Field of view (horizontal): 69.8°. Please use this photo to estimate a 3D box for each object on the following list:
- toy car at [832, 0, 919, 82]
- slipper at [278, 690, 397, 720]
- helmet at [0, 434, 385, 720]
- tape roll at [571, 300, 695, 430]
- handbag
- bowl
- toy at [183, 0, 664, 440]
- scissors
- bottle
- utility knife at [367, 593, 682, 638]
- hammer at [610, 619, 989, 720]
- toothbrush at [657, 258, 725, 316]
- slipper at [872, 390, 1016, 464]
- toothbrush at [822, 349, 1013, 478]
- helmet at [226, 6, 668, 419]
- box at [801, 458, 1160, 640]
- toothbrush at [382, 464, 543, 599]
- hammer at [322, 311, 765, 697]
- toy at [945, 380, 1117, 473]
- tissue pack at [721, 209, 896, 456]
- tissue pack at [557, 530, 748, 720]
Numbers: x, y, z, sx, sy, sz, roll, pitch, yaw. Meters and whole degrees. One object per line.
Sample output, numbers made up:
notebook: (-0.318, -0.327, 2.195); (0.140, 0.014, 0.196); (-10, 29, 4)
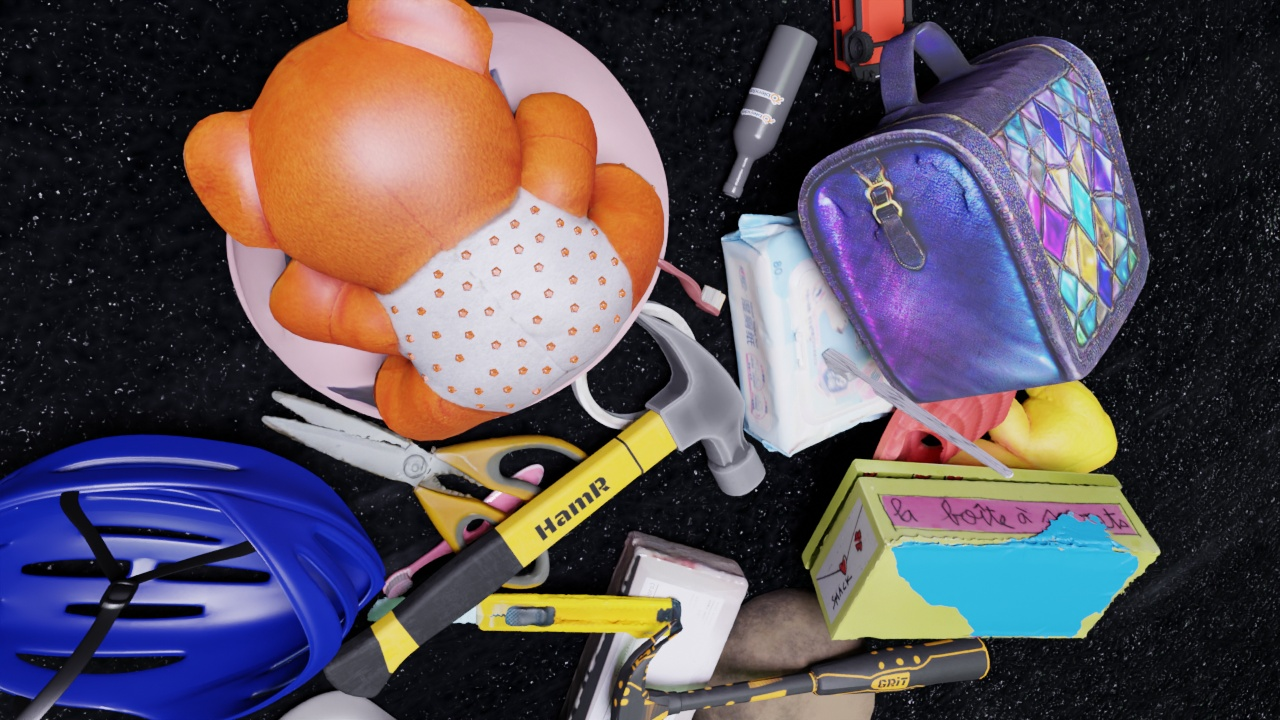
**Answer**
toy car: (0.153, -0.238, 0.608); (0.051, 0.049, 0.100); (-16, 113, -19)
slipper: (-0.157, 0.338, 0.646); (0.112, 0.081, 0.266); (-39, 119, -12)
helmet: (-0.240, 0.136, 0.455); (0.241, 0.227, 0.148); (14, 110, -27)
tape roll: (-0.004, 0.004, 0.640); (0.093, 0.013, 0.093); (-7, 110, -22)
handbag: (0.211, -0.104, 0.581); (0.204, 0.126, 0.222); (-38, 106, -40)
bowl: (0.125, 0.276, 0.759); (0.162, 0.070, 0.162); (-8, 110, -22)
toy: (-0.084, -0.059, 0.381); (0.164, 0.092, 0.172); (-38, 122, 4)
scissors: (-0.125, 0.063, 0.588); (0.228, 0.016, 0.134); (39, 83, -29)
bottle: (0.082, -0.163, 0.612); (0.030, 0.030, 0.113); (18, 99, -28)
utility knife: (-0.077, 0.177, 0.637); (0.218, 0.019, 0.030); (4, 91, -6)
hammer: (0.129, 0.238, 0.688); (0.320, 0.036, 0.123); (-1, 107, -22)
toothbrush: (0.032, -0.047, 0.567); (0.015, 0.184, 0.015); (24, 92, 14)
slipper: (0.262, 0.019, 0.712); (0.248, 0.059, 0.103); (-47, 155, -11)
toothbrush: (0.159, 0.030, 0.545); (0.010, 0.181, 0.010); (-34, 119, -5)
helmet: (-0.097, -0.063, 0.503); (0.255, 0.152, 0.230); (-29, 120, -7)
box: (0.249, 0.144, 0.684); (0.221, 0.081, 0.125); (2, 132, -13)
toothbrush: (-0.119, 0.116, 0.624); (0.135, 0.016, 0.021); (-38, 116, -8)
hammer: (-0.064, 0.101, 0.602); (0.324, 0.034, 0.170); (-37, 118, -16)
toy: (0.316, 0.099, 0.779); (0.193, 0.087, 0.134); (-35, 122, -11)
tissue pack: (0.124, -0.029, 0.654); (0.112, 0.070, 0.182); (-17, 113, -21)
tissue pack: (0.008, 0.225, 0.699); (0.104, 0.071, 0.181); (17, 97, -13)
